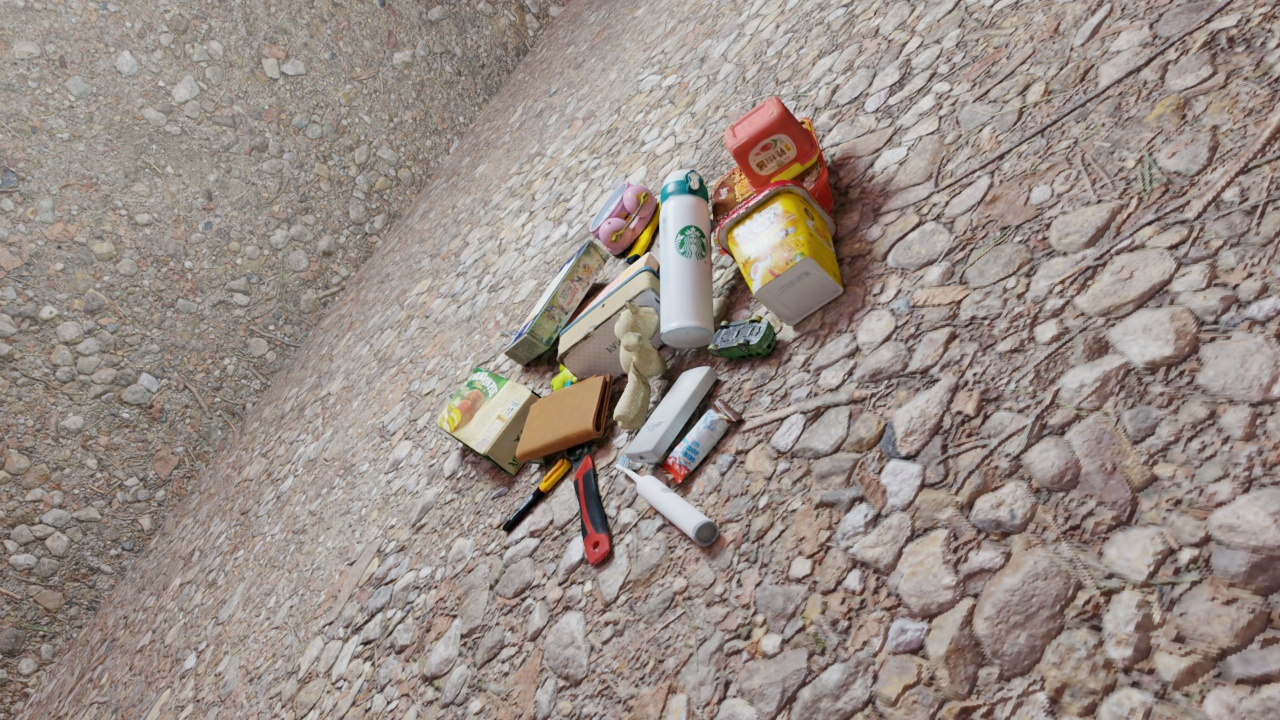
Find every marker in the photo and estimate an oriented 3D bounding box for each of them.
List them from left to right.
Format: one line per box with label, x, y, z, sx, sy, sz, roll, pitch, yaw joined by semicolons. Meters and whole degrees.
marker;-0.134;0.173;1.172;0.124;0.015;0.018;-47;22;7

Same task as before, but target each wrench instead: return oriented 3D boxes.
wrench;-0.062;0.147;1.097;0.056;0.016;0.273;-41;27;16

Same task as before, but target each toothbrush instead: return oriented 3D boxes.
toothbrush;0.019;0.142;0.970;0.221;0.026;0.026;27;96;63

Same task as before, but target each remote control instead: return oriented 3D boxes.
remote control;0.036;0.060;1.038;0.056;0.019;0.134;-16;32;55

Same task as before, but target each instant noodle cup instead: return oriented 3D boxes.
instant noodle cup;0.168;-0.207;1.150;0.165;0.079;0.188;-34;31;26
instant noodle cup;0.161;-0.115;1.017;0.116;0.116;0.123;-35;41;24

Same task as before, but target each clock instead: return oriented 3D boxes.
clock;-0.027;-0.229;1.468;0.117;0.060;0.158;-54;19;2

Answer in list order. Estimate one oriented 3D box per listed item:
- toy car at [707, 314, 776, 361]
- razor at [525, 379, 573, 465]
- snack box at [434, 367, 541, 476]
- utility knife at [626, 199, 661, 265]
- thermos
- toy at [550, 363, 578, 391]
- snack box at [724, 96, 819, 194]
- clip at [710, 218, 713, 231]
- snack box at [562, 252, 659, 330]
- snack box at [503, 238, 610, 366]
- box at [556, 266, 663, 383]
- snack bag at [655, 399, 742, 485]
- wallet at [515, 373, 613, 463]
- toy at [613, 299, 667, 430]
toy car;0.114;-0.023;1.035;0.091;0.036;0.043;-5;51;53
razor;-0.117;0.083;1.248;0.043;0.028;0.132;-2;53;37
snack box;-0.218;0.086;1.359;0.114;0.063;0.240;-54;27;-12
utility knife;0.023;-0.220;1.456;0.033;0.015;0.189;-15;42;53
thermos;0.057;-0.130;1.137;0.073;0.073;0.224;-21;60;42
toy;-0.094;0.003;1.319;0.097;0.031;0.100;-33;31;32
snack box;0.149;-0.252;1.069;0.091;0.080;0.081;-33;33;20
clip;0.088;-0.180;1.309;0.034;0.013;0.055;2;55;56
snack box;-0.044;-0.093;1.354;0.158;0.026;0.084;-37;14;23
snack box;-0.132;-0.086;1.426;0.182;0.046;0.178;-57;11;-17
box;-0.021;-0.043;1.209;0.185;0.090;0.063;-36;28;19
snack bag;0.062;0.087;0.979;0.104;0.026;0.048;-48;34;0
wallet;-0.098;0.073;1.189;0.132;0.031;0.107;-22;38;30
toy;-0.007;0.006;1.112;0.066;0.105;0.157;-6;68;30
